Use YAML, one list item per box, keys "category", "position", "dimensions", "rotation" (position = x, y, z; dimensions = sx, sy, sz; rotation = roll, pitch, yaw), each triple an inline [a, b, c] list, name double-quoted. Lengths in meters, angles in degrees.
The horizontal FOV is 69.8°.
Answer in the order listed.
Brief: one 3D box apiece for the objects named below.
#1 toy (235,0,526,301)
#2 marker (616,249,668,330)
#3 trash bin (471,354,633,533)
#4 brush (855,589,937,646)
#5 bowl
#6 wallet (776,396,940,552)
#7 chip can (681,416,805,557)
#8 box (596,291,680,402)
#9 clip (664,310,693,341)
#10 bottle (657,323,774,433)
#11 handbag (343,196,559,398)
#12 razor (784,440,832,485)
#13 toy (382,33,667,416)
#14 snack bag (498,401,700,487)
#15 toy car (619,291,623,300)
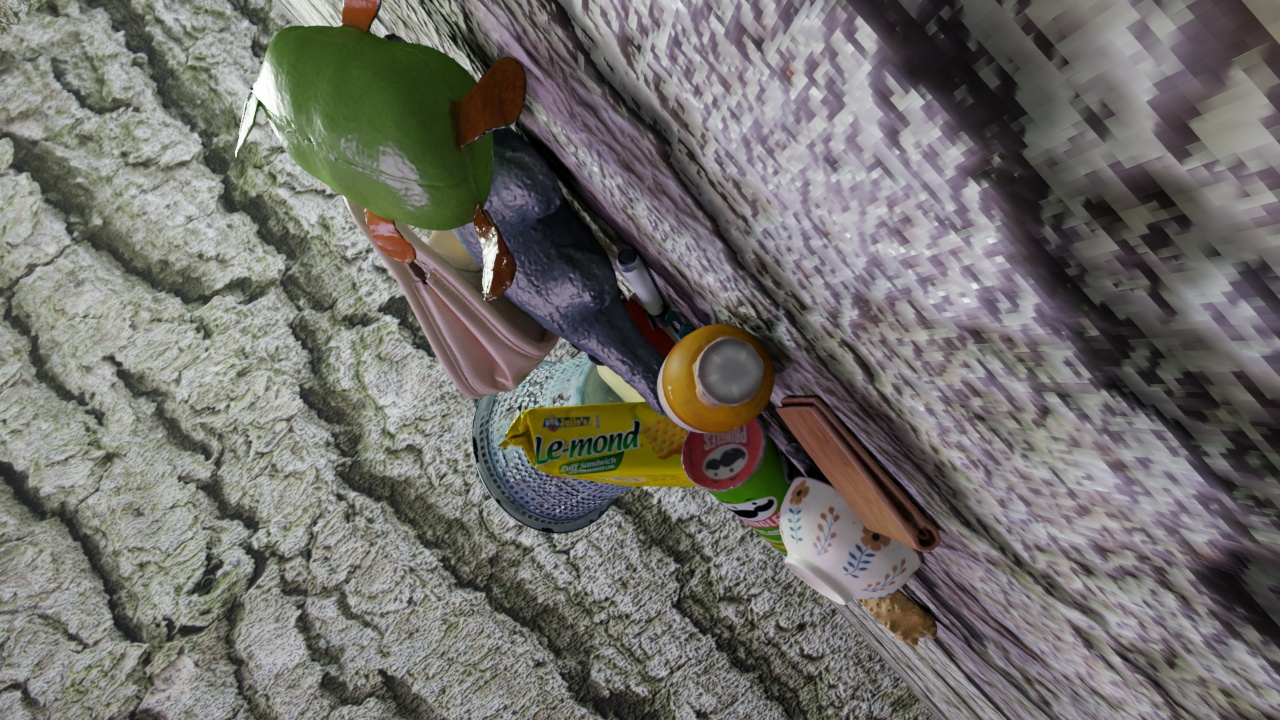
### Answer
- category: "toy"
  position: [-0.164, -0.150, 0.594]
  dimensions: [0.247, 0.089, 0.227]
  rotation: [28, 133, 24]
- category: "marker"
  position: [0.003, -0.055, 0.744]
  dimensions: [0.018, 0.022, 0.131]
  rotation: [48, 178, 24]
- category: "trash bin"
  position: [-0.058, 0.081, 1.103]
  dimensions: [0.226, 0.225, 0.196]
  rotation: [48, 140, -14]
- category: "brush"
  position: [0.187, 0.204, 0.932]
  dimensions: [0.254, 0.046, 0.083]
  rotation: [34, -178, 5]
- category: "bowl"
  position: [0.150, 0.146, 0.704]
  dimensions: [0.113, 0.062, 0.113]
  rotation: [37, 168, 9]
- category: "wallet"
  position: [0.135, 0.070, 0.590]
  dimensions: [0.115, 0.020, 0.101]
  rotation: [50, 175, 1]
- category: "chip can"
  position: [0.117, 0.119, 0.803]
  dimensions: [0.072, 0.072, 0.236]
  rotation: [44, 180, 40]
- category: "box"
  position: [-0.005, 0.006, 0.922]
  dimensions: [0.091, 0.079, 0.168]
  rotation: [47, 170, 11]
- category: "clip"
  position: [0.039, -0.020, 0.772]
  dimensions: [0.041, 0.014, 0.056]
  rotation: [45, 177, 37]
- category: "bottle"
  position: [0.047, 0.013, 0.590]
  dimensions: [0.068, 0.068, 0.189]
  rotation: [47, 176, 3]
- category: "handbag"
  position: [-0.168, -0.095, 0.823]
  dimensions: [0.234, 0.093, 0.193]
  rotation: [47, -158, -19]
- category: "razor"
  position: [0.146, 0.100, 0.739]
  dimensions: [0.043, 0.022, 0.143]
  rotation: [22, 160, 42]
- category: "toy"
  position: [-0.088, -0.100, 0.729]
  dimensions: [0.356, 0.091, 0.138]
  rotation: [53, 170, -23]
- category: "snack bag"
  position: [-0.001, 0.085, 0.894]
  dimensions: [0.158, 0.246, 0.068]
  rotation: [60, -150, -75]
- category: "toy car"
  position: [-0.040, -0.066, 1.040]
  dimensions: [0.054, 0.036, 0.121]
  rotation: [46, 173, 18]
